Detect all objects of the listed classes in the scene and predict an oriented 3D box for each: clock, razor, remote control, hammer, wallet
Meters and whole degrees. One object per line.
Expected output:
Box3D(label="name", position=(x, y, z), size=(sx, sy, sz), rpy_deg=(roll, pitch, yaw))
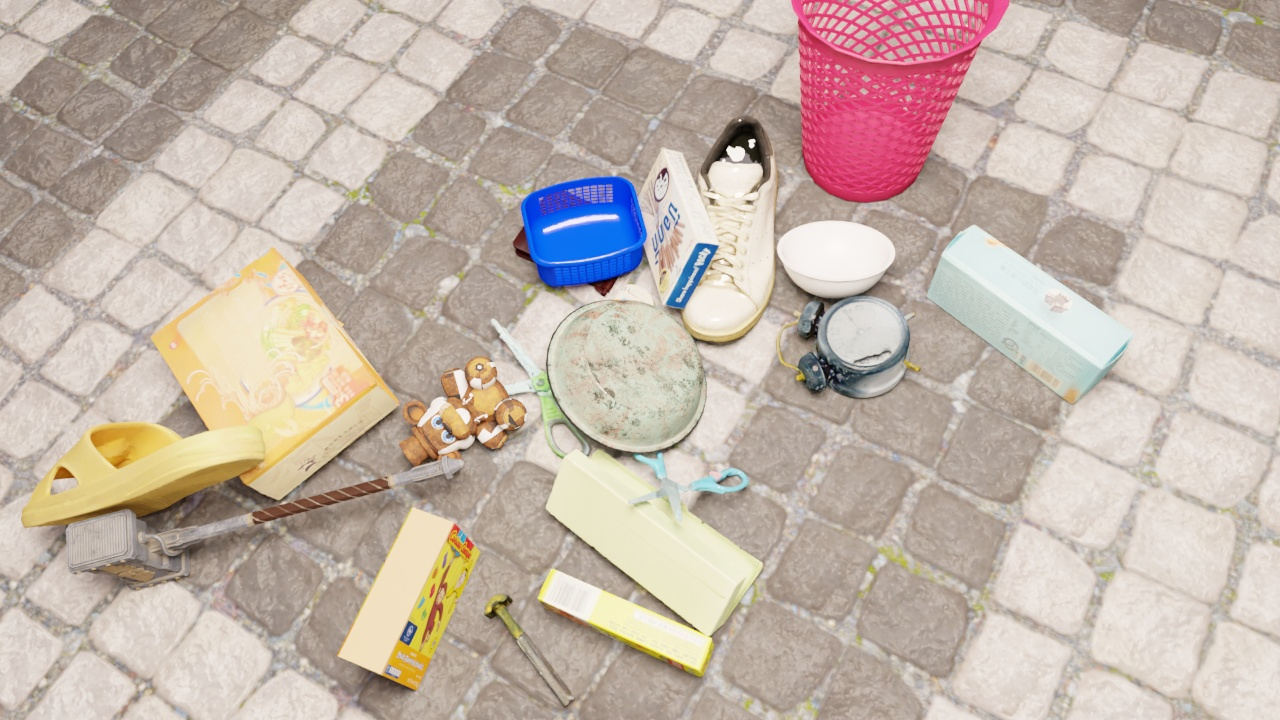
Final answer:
Box3D(label="clock", position=(0.191, -0.013, 0.855), size=(0.129, 0.052, 0.090), rpy_deg=(-2, 63, 9))
Box3D(label="razor", position=(-0.091, 0.242, 0.764), size=(0.026, 0.042, 0.106), rpy_deg=(-37, 75, -16))
Box3D(label="remote control", position=(-0.035, -0.023, 0.899), size=(0.038, 0.018, 0.125), rpy_deg=(36, 74, 20))
Box3D(label="hammer", position=(-0.312, 0.131, 0.800), size=(0.322, 0.098, 0.044), rpy_deg=(-15, 67, -2))
Box3D(label="wallet", position=(-0.064, -0.125, 0.955), size=(0.116, 0.018, 0.091), rpy_deg=(24, 67, 14))

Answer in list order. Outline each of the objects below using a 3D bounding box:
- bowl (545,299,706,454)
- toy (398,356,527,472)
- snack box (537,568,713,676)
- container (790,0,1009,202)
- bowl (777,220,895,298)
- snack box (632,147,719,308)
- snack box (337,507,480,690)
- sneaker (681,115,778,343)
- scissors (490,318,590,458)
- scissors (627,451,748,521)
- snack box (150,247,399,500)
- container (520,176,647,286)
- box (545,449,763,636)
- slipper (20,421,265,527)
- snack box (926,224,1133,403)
Box3D(label="bowl", position=(-0.005, 0.005, 0.834), size=(0.157, 0.039, 0.157), rpy_deg=(10, 61, -18))
Box3D(label="toy", position=(-0.168, 0.055, 0.844), size=(0.112, 0.067, 0.087), rpy_deg=(-35, 94, -9))
Box3D(label="snack box", position=(-0.012, 0.218, 0.762), size=(0.148, 0.040, 0.028), rpy_deg=(20, 67, 15))
Box3D(label="container", position=(0.228, -0.271, 0.881), size=(0.183, 0.226, 0.182), rpy_deg=(-2, 63, 4))
Box3D(label="bowl", position=(0.188, -0.090, 0.890), size=(0.110, 0.041, 0.109), rpy_deg=(-3, 38, 2))
Box3D(label="snack box", position=(0.031, -0.131, 0.892), size=(0.026, 0.082, 0.149), rpy_deg=(8, 43, -25))
Box3D(label="snack box", position=(-0.188, 0.199, 0.761), size=(0.040, 0.088, 0.125), rpy_deg=(17, 66, 13))
Box3D(label="sneaker", position=(0.093, -0.137, 0.896), size=(0.089, 0.102, 0.241), rpy_deg=(7, 65, 9))
Box3D(label="scissors", position=(-0.089, 0.019, 0.875), size=(0.168, 0.023, 0.171), rpy_deg=(-38, 73, 5))
Box3D(label="scissors", position=(0.026, 0.100, 0.799), size=(0.126, 0.136, 0.015), rpy_deg=(29, 112, 39))
Box3D(label="snack box", position=(-0.343, 0.012, 0.873), size=(0.145, 0.081, 0.195), rpy_deg=(-39, 67, -8))
Box3D(label="container", position=(-0.055, -0.125, 0.914), size=(0.114, 0.058, 0.096), rpy_deg=(-12, 66, -5))
Box3D(label="box", position=(0.006, 0.153, 0.788), size=(0.188, 0.089, 0.078), rpy_deg=(34, 101, 19))
Box3D(label="slipper", position=(-0.434, 0.088, 0.786), size=(0.264, 0.099, 0.078), rpy_deg=(-19, 82, 23))
Box3D(label="snack box", position=(0.350, -0.043, 0.839), size=(0.053, 0.075, 0.174), rpy_deg=(-43, 67, -15))
